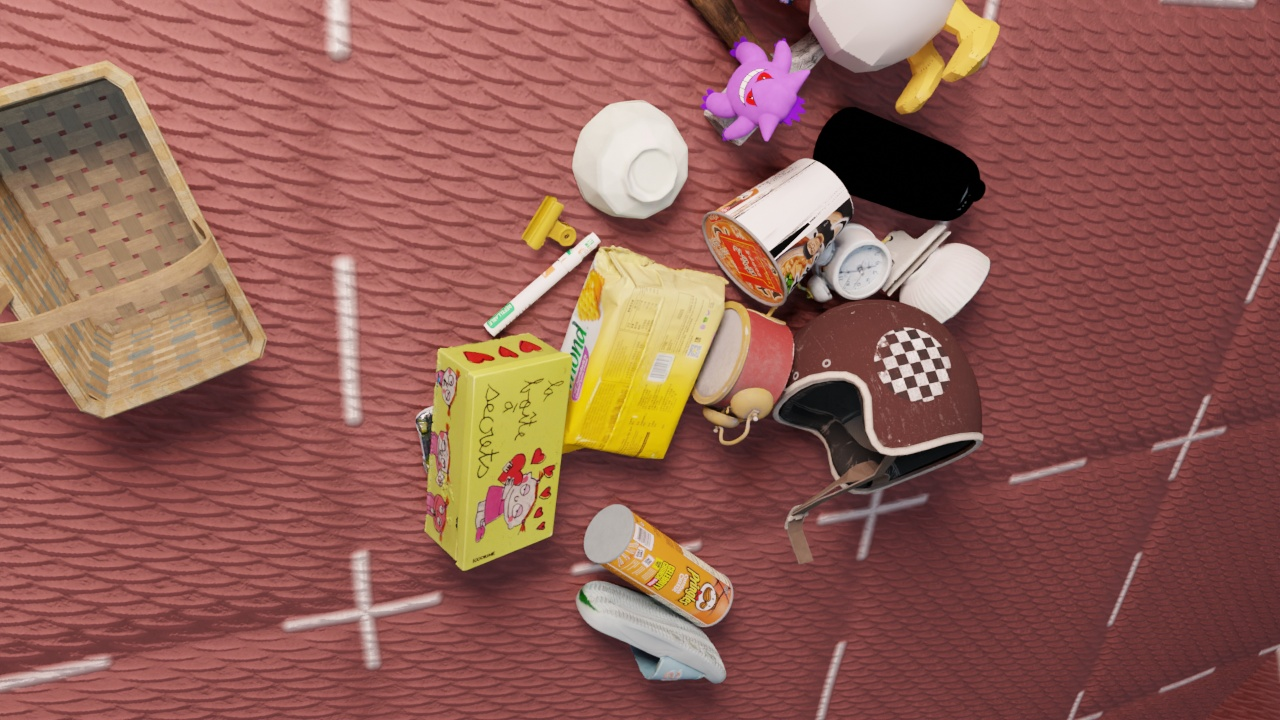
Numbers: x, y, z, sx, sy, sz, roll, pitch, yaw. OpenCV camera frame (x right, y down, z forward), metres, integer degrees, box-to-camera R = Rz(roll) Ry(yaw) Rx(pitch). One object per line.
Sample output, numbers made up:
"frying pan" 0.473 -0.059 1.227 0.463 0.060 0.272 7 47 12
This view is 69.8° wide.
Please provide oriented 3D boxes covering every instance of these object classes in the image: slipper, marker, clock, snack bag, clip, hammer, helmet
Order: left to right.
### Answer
"marker" -0.099 -0.078 0.933 0.145 0.017 0.017 -41 127 -1
"clip" -0.088 -0.133 0.910 0.054 0.044 0.049 -58 161 10
"snack bag" -0.006 0.006 0.996 0.159 0.068 0.248 9 112 -32
"slipper" 0.008 0.358 1.182 0.245 0.104 0.074 33 101 -30
"hammer" 0.080 -0.378 0.847 0.218 0.037 0.300 -47 126 3
"clock" 0.116 0.018 1.012 0.081 0.117 0.158 18 70 -22
"clock" 0.231 -0.111 1.060 0.117 0.057 0.083 -13 122 -12
"helmet" 0.265 0.061 1.057 0.233 0.253 0.234 -16 160 -5
"clip" 0.311 -0.132 1.088 0.102 0.056 0.046 -47 132 13

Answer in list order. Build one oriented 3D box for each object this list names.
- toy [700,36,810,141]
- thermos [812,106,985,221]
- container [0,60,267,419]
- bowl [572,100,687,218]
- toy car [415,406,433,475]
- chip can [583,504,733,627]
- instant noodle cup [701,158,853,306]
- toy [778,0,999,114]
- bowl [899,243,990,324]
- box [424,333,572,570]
"toy" 0.114 -0.248 0.857 0.055 0.088 0.106 22 105 -40
"thermos" 0.295 -0.210 1.018 0.198 0.086 0.086 10 111 -31
"container" -0.395 -0.078 0.676 0.157 0.186 0.250 -23 125 -14
"bowl" -0.001 -0.189 0.894 0.117 0.061 0.118 -12 120 -21
"toy car" -0.212 0.085 0.959 0.038 0.027 0.090 -21 128 -28
"chip can" 0.027 0.260 1.149 0.075 0.075 0.215 -47 127 3
"instant noodle cup" 0.151 -0.143 0.971 0.121 0.124 0.124 -41 128 -13
"toy" 0.192 -0.349 0.818 0.267 0.141 0.246 41 71 -9
"bowl" 0.354 -0.099 1.105 0.062 0.118 0.118 39 95 -8
"box" -0.147 0.089 0.941 0.124 0.082 0.221 -12 122 -43
